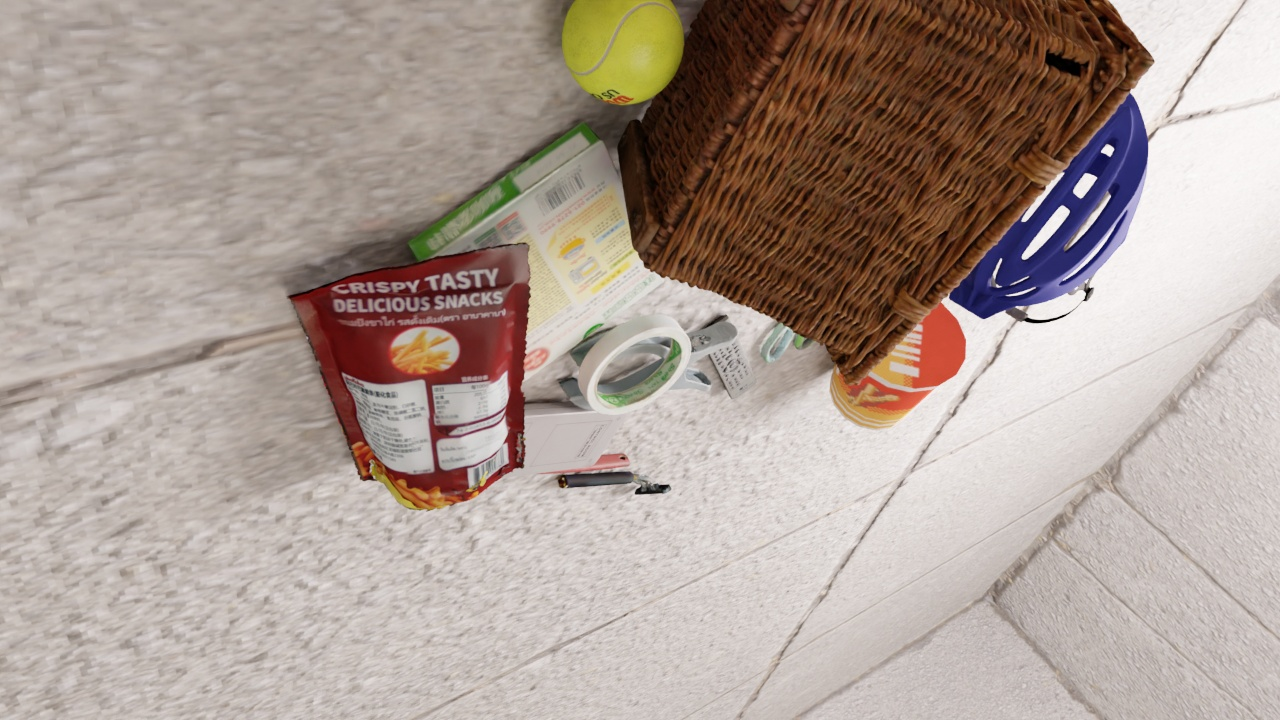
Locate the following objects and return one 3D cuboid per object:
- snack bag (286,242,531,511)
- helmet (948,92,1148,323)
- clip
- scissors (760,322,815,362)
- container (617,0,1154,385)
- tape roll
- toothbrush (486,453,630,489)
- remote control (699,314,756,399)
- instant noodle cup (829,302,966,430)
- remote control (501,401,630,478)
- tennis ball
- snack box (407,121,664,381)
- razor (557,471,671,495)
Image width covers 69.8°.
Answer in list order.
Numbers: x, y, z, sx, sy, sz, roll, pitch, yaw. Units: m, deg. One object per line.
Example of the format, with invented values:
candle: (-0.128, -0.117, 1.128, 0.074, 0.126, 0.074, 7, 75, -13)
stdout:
snack bag: (-0.136, 0.017, 0.592, 0.139, 0.066, 0.208, -6, 141, -10)
helmet: (0.402, -0.133, 0.909, 0.241, 0.148, 0.227, -50, 148, -1)
clip: (0.001, 0.018, 0.786, 0.163, 0.028, 0.115, -7, 138, -34)
scissors: (0.172, -0.067, 0.885, 0.092, 0.032, 0.175, -11, 143, -35)
container: (0.109, -0.139, 0.531, 0.183, 0.162, 0.251, 16, 132, -22)
tape roll: (-0.004, 0.004, 0.723, 0.093, 0.018, 0.094, -22, 145, -17)
toothbrush: (-0.079, 0.099, 0.826, 0.189, 0.016, 0.017, 0, 136, -48)
remote control: (0.085, -0.001, 0.873, 0.033, 0.013, 0.136, -36, 149, -2)
instant noodle cup: (0.265, 0.006, 0.987, 0.123, 0.123, 0.121, -27, 155, -21)
remote control: (-0.079, 0.065, 0.777, 0.150, 0.019, 0.074, -1, 132, -48)
tennis ball: (-0.009, -0.171, 0.493, 0.065, 0.065, 0.065, -28, 148, -19)
snack box: (-0.061, -0.065, 0.616, 0.132, 0.027, 0.168, -36, 150, -3)
razor: (-0.028, 0.119, 0.907, 0.043, 0.022, 0.144, -11, 165, 38)
